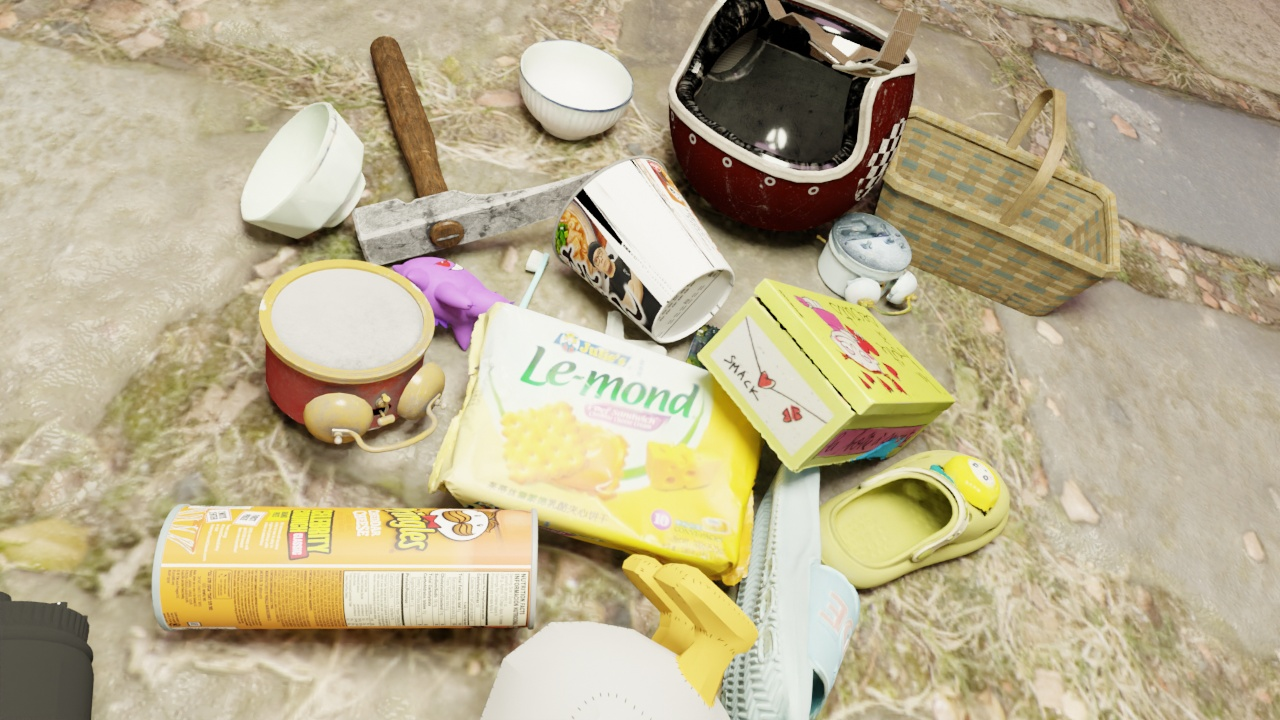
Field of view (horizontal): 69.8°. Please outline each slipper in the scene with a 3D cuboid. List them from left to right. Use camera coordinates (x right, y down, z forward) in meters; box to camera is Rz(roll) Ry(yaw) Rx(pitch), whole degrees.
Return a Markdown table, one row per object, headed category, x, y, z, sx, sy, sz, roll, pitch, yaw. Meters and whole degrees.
| category | x | y | z | sx | sy | sz | roll | pitch | yaw |
| --- | --- | --- | --- | --- | --- | --- | --- | --- | --- |
| slipper | 0.110 | 0.169 | 0.629 | 0.074 | 0.104 | 0.244 | 17 | 44 | -1 |
| slipper | 0.218 | 0.112 | 0.723 | 0.190 | 0.082 | 0.091 | -16 | 57 | -26 |

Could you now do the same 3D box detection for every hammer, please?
| category | x | y | z | sx | sy | sz | roll | pitch | yaw |
| --- | --- | --- | --- | --- | --- | --- | --- | --- | --- |
| hammer | -0.177 | -0.224 | 0.866 | 0.217 | 0.037 | 0.300 | -17 | 53 | -11 |

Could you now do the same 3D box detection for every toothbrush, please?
| category | x | y | z | sx | sy | sz | roll | pitch | yaw |
| --- | --- | --- | --- | --- | --- | --- | --- | --- | --- |
| toothbrush | -0.108 | -0.032 | 0.773 | 0.016 | 0.016 | 0.180 | 20 | 48 | -6 |

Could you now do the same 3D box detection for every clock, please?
| category | x | y | z | sx | sy | sz | roll | pitch | yaw |
| --- | --- | --- | --- | --- | --- | --- | --- | --- | --- |
| clock | -0.206 | 0.007 | 0.664 | 0.116 | 0.081 | 0.159 | -20 | 58 | -35 |
| clock | 0.226 | -0.091 | 0.903 | 0.083 | 0.057 | 0.117 | -9 | 56 | -25 |

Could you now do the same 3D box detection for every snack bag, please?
| category | x | y | z | sx | sy | sz | roll | pitch | yaw |
| --- | --- | --- | --- | --- | --- | --- | --- | --- | --- |
| snack bag | -0.023 | 0.066 | 0.676 | 0.247 | 0.068 | 0.159 | 19 | 54 | -8 |

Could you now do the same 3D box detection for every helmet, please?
| category | x | y | z | sx | sy | sz | roll | pitch | yaw |
| --- | --- | --- | --- | --- | --- | --- | --- | --- | --- |
| helmet | 0.148 | -0.245 | 0.868 | 0.233 | 0.254 | 0.233 | 40 | 36 | 25 |

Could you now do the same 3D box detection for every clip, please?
| category | x | y | z | sx | sy | sz | roll | pitch | yaw |
| --- | --- | --- | --- | --- | --- | --- | --- | --- | --- |
| clip | -0.007 | 0.006 | 0.779 | 0.056 | 0.046 | 0.101 | 11 | 51 | -4 |

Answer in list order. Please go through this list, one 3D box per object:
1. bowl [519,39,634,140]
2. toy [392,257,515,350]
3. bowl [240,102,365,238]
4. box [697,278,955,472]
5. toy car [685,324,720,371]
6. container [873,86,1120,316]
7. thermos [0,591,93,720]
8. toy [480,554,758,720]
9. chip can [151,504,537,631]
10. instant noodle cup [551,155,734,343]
| category | x | y | z | sx | sy | sz | roll | pitch | yaw |
| --- | --- | --- | --- | --- | --- | --- | --- | --- | --- |
| bowl | -0.071 | -0.270 | 0.947 | 0.118 | 0.062 | 0.117 | 10 | 50 | -12 |
| toy | -0.158 | -0.051 | 0.735 | 0.088 | 0.106 | 0.056 | 33 | 87 | -26 |
| bowl | -0.271 | -0.150 | 0.765 | 0.061 | 0.118 | 0.117 | 35 | 36 | -41 |
| box | 0.154 | 0.013 | 0.718 | 0.220 | 0.082 | 0.124 | 4 | 44 | -54 |
| toy car | 0.058 | 0.004 | 0.790 | 0.039 | 0.027 | 0.089 | 23 | 43 | 0 |
| container | 0.371 | -0.177 | 0.934 | 0.250 | 0.187 | 0.157 | 23 | 49 | 1 |
| thermos | -0.326 | 0.209 | 0.459 | 0.086 | 0.086 | 0.198 | -3 | 54 | -21 |
| toy | -0.039 | 0.237 | 0.507 | 0.246 | 0.141 | 0.267 | 39 | 74 | -7 |
| chip can | -0.173 | 0.127 | 0.565 | 0.215 | 0.075 | 0.075 | 2 | 52 | -8 |
| instant noodle cup | 0.009 | -0.087 | 0.782 | 0.123 | 0.124 | 0.121 | -23 | 61 | -32 |
